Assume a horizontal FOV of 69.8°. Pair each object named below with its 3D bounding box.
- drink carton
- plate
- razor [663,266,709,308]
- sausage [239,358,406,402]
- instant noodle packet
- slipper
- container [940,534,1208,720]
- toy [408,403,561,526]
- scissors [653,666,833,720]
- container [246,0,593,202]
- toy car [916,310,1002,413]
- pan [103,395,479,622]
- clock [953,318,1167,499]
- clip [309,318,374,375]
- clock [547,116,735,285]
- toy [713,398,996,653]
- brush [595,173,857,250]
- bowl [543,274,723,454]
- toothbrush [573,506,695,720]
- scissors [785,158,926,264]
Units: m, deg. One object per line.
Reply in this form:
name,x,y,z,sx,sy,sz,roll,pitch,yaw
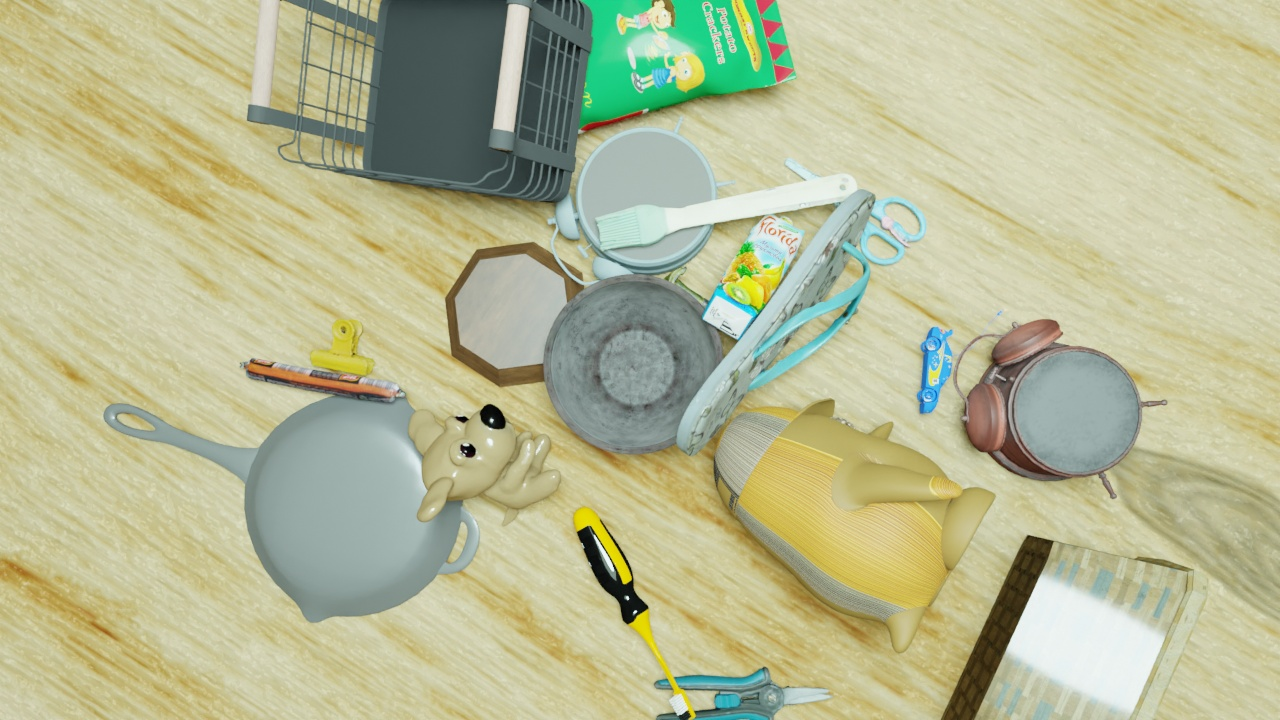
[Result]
drink carton,0.094,-0.073,0.752,0.044,0.039,0.128,31,50,4
plate,-0.109,-0.041,0.797,0.131,0.025,0.131,0,87,3
razor,0.065,-0.040,0.788,0.106,0.042,0.026,36,81,-6
sausage,-0.279,0.018,0.800,0.155,0.020,0.020,9,87,8
instant noodle packet,-0.017,-0.293,0.771,0.253,0.090,0.195,-14,86,8
slipper,0.124,-0.022,0.727,0.055,0.098,0.268,34,72,18
container,0.354,0.268,0.699,0.186,0.157,0.250,25,88,15
toy,-0.128,0.087,0.758,0.108,0.134,0.106,25,112,-30
scissors,0.083,0.291,0.773,0.129,0.019,0.137,41,85,10
container,-0.165,-0.219,0.714,0.242,0.130,0.163,12,98,23
toy car,0.268,0.001,0.771,0.062,0.033,0.092,5,87,10
pan,-0.311,0.104,0.800,0.354,0.024,0.216,20,88,4
clock,0.328,0.035,0.749,0.157,0.072,0.120,29,89,3
clip,-0.260,-0.014,0.798,0.053,0.039,0.047,11,95,5
clock,-0.005,-0.129,0.787,0.159,0.045,0.122,-38,86,-1
toy,0.155,0.107,0.727,0.203,0.199,0.162,30,60,22
brush,0.071,-0.124,0.755,0.217,0.012,0.033,-11,86,0
bowl,-0.005,0.005,0.769,0.145,0.067,0.145,0,87,3
toothbrush,-0.005,0.212,0.773,0.030,0.031,0.196,-22,79,-41
scissors,0.179,-0.134,0.798,0.138,0.015,0.063,33,93,10
